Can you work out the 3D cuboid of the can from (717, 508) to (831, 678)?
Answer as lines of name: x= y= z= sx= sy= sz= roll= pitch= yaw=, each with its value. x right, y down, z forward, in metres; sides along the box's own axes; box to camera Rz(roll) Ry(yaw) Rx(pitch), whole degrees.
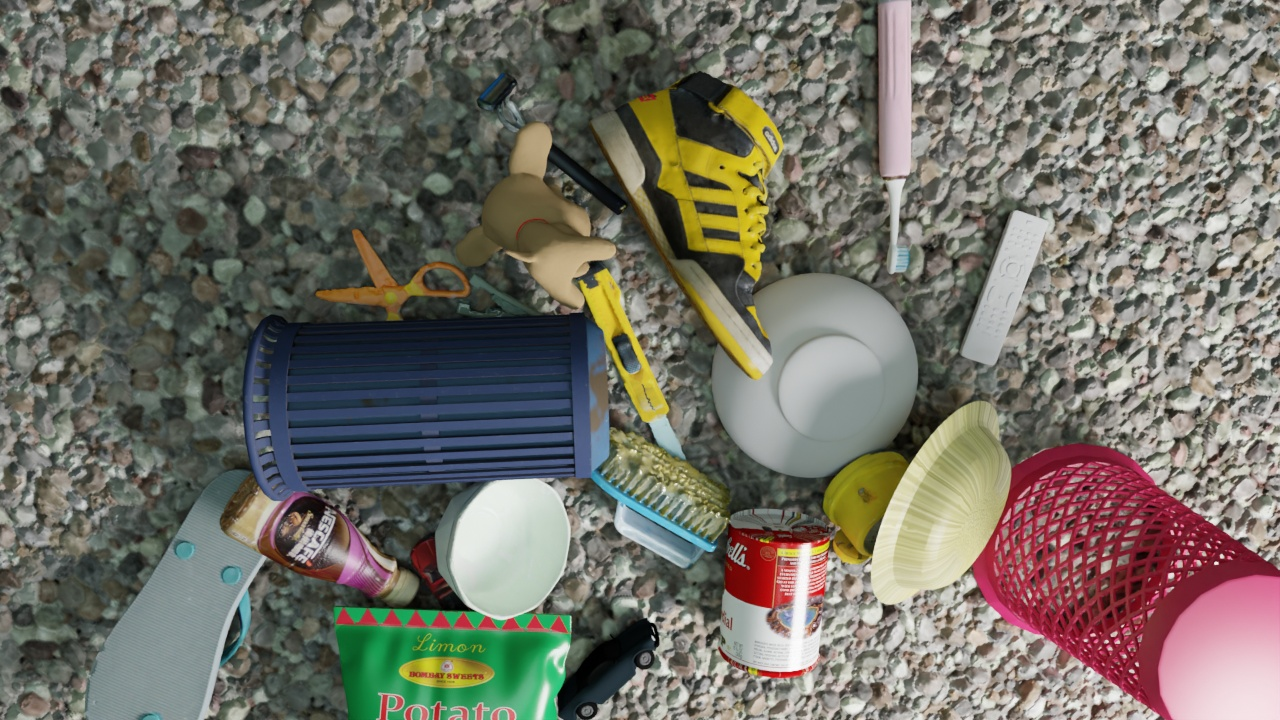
can: x=0.113 y=0.195 z=0.778 sx=0.086 sy=0.086 sz=0.116 roll=3 pitch=99 yaw=-5

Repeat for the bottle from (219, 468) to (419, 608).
bottle: x=-0.256 y=0.153 z=0.752 sx=0.166 sy=0.059 sz=0.060 roll=40 pitch=95 yaw=-26

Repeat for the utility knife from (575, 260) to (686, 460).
utility knife: x=-0.005 y=0.005 z=0.775 sx=0.030 sy=0.017 sz=0.191 roll=-23 pitch=104 yaw=10

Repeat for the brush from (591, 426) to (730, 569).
brush: x=0.005 y=0.116 z=0.775 sx=0.136 sy=0.055 sz=0.075 roll=31 pitch=116 yaw=-8

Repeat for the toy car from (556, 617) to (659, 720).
toy car: x=-0.030 y=0.270 z=0.803 sx=0.112 sy=0.046 sz=0.034 roll=-43 pitch=105 yaw=6

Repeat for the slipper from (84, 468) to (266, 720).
slipper: x=-0.382 y=0.215 z=0.774 sx=0.098 sy=0.055 sz=0.268 roll=23 pitch=87 yaw=-5

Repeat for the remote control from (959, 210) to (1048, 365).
remote control: x=0.309 y=-0.062 z=0.784 sx=0.033 sy=0.012 sz=0.131 roll=16 pitch=98 yaw=-9

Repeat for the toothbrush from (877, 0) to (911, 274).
toothbrush: x=0.208 y=-0.182 z=0.750 sx=0.026 sy=0.027 sz=0.223 roll=-4 pitch=101 yaw=-1

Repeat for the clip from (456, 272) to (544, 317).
clip: x=-0.109 y=-0.048 z=0.749 sx=0.078 sy=0.023 sz=0.050 roll=10 pitch=102 yaw=-13

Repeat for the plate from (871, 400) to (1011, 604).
plate: x=0.257 y=0.125 z=0.742 sx=0.183 sy=0.036 sz=0.185 roll=-25 pitch=128 yaw=-36

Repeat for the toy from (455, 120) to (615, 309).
toy: x=-0.076 y=-0.097 z=0.706 sx=0.105 sy=0.108 sz=0.134 roll=13 pitch=120 yaw=-42

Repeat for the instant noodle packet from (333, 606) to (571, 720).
instant noodle packet: x=-0.158 y=0.328 z=0.780 sx=0.195 sy=0.090 sz=0.253 roll=2 pitch=104 yaw=1

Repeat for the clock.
clock: x=0.201 y=0.129 z=0.780 sx=0.083 sy=0.057 sz=0.119 roll=-21 pitch=137 yaw=-13

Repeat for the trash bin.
trash bin: x=-0.151 y=0.031 z=0.699 sx=0.249 sy=0.139 sz=0.139 roll=-2 pitch=100 yaw=-4

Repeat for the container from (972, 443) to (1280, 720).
container: x=0.398 y=0.184 z=0.725 sx=0.183 sy=0.225 sz=0.183 roll=-1 pitch=100 yaw=-4

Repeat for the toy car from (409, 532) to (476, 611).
toy car: x=-0.162 y=0.190 z=0.787 sx=0.042 sy=0.036 sz=0.091 roll=-30 pitch=95 yaw=2

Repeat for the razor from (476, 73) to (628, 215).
razor: x=-0.068 y=-0.167 z=0.738 sx=0.144 sy=0.022 sz=0.042 roll=41 pitch=55 yaw=-13

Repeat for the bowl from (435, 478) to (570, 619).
bowl: x=-0.121 y=0.148 z=0.757 sx=0.117 sy=0.061 sz=0.117 roll=-2 pitch=93 yaw=-42

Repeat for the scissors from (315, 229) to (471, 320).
scissors: x=-0.202 y=-0.046 z=0.753 sx=0.125 sy=0.011 sz=0.128 roll=1 pitch=100 yaw=-5

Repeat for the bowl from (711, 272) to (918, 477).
bowl: x=0.150 y=0.018 z=0.760 sx=0.176 sy=0.066 sz=0.177 roll=-1 pitch=100 yaw=-4

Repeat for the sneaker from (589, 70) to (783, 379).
sneaker: x=0.069 y=-0.112 z=0.713 sx=0.122 sy=0.086 sz=0.238 roll=-31 pitch=90 yaw=4
